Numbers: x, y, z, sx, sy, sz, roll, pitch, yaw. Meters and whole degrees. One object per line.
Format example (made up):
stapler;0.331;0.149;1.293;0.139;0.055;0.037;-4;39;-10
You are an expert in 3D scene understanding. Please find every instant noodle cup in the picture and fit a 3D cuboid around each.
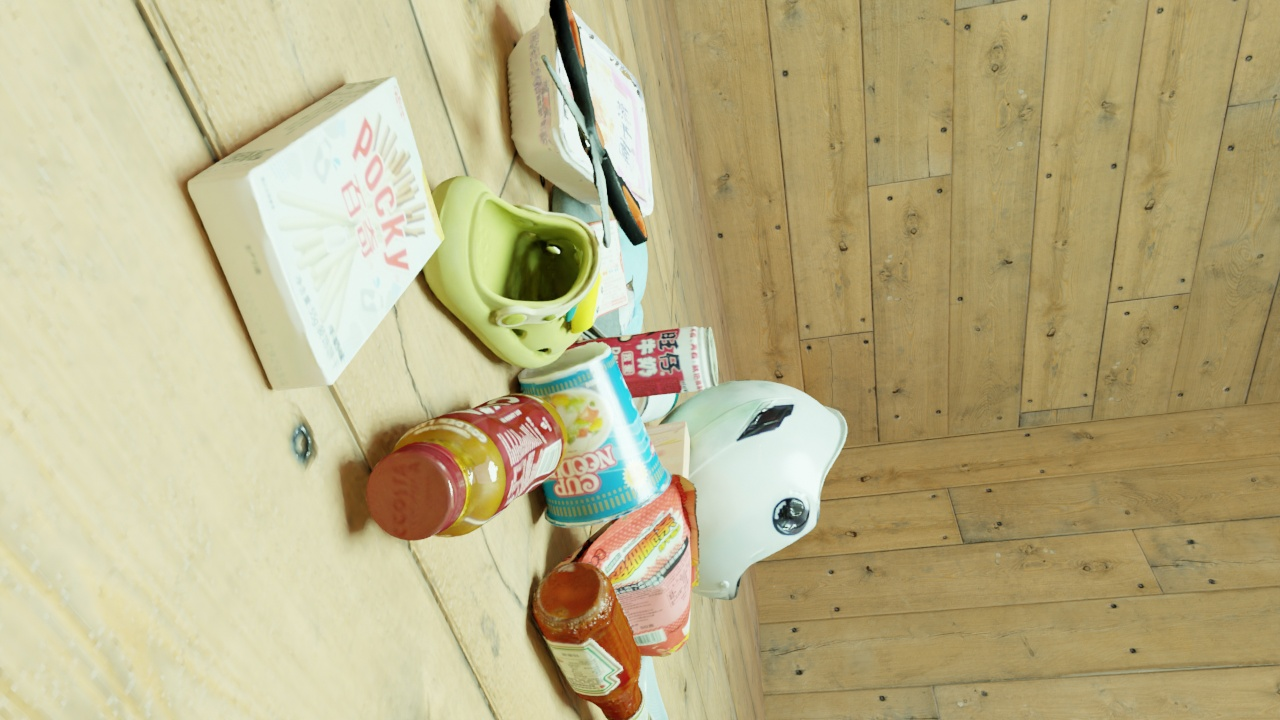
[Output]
instant noodle cup;-0.052;-0.200;0.769;0.173;0.060;0.138;24;59;-65
instant noodle cup;-0.040;0.050;0.667;0.099;0.099;0.110;-65;139;-72

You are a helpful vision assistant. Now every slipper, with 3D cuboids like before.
slipper;-0.065;-0.049;0.569;0.190;0.082;0.091;40;56;-68
slipper;0.028;0.380;0.865;0.104;0.074;0.245;-72;152;-71

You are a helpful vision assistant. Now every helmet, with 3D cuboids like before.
helmet;0.086;0.114;1.006;0.146;0.259;0.229;40;8;-18

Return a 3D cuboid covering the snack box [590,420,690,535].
snack box;0.003;0.118;0.875;0.157;0.084;0.026;-81;158;-58

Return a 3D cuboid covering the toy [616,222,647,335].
toy;-0.020;-0.077;0.996;0.156;0.050;0.161;81;17;-50

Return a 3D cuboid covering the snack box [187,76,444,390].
snack box;-0.128;-0.062;0.392;0.156;0.027;0.085;-79;159;-60

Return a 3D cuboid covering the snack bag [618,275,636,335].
snack bag;-0.027;-0.036;0.916;0.048;0.026;0.103;88;27;-49

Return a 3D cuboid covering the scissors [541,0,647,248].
scissors;-0.034;-0.152;0.638;0.221;0.022;0.230;61;15;-54

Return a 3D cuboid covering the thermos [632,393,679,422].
thermos;-0.006;0.034;0.935;0.224;0.073;0.073;10;73;-79

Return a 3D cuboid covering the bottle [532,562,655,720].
bottle;-0.025;0.231;0.684;0.059;0.060;0.206;-86;164;-48

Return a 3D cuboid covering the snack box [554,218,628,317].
snack box;-0.054;-0.068;0.733;0.155;0.027;0.077;-30;113;-65

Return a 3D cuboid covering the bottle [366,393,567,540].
bottle;-0.084;0.052;0.471;0.174;0.057;0.057;-19;102;-81

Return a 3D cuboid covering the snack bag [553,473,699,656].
snack bag;-0.001;0.177;0.756;0.073;0.128;0.208;47;-17;34

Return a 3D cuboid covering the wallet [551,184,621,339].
wallet;-0.053;-0.082;0.837;0.106;0.037;0.129;44;37;-58

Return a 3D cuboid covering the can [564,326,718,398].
can;-0.005;0.004;0.760;0.053;0.133;0.053;-6;89;-80
